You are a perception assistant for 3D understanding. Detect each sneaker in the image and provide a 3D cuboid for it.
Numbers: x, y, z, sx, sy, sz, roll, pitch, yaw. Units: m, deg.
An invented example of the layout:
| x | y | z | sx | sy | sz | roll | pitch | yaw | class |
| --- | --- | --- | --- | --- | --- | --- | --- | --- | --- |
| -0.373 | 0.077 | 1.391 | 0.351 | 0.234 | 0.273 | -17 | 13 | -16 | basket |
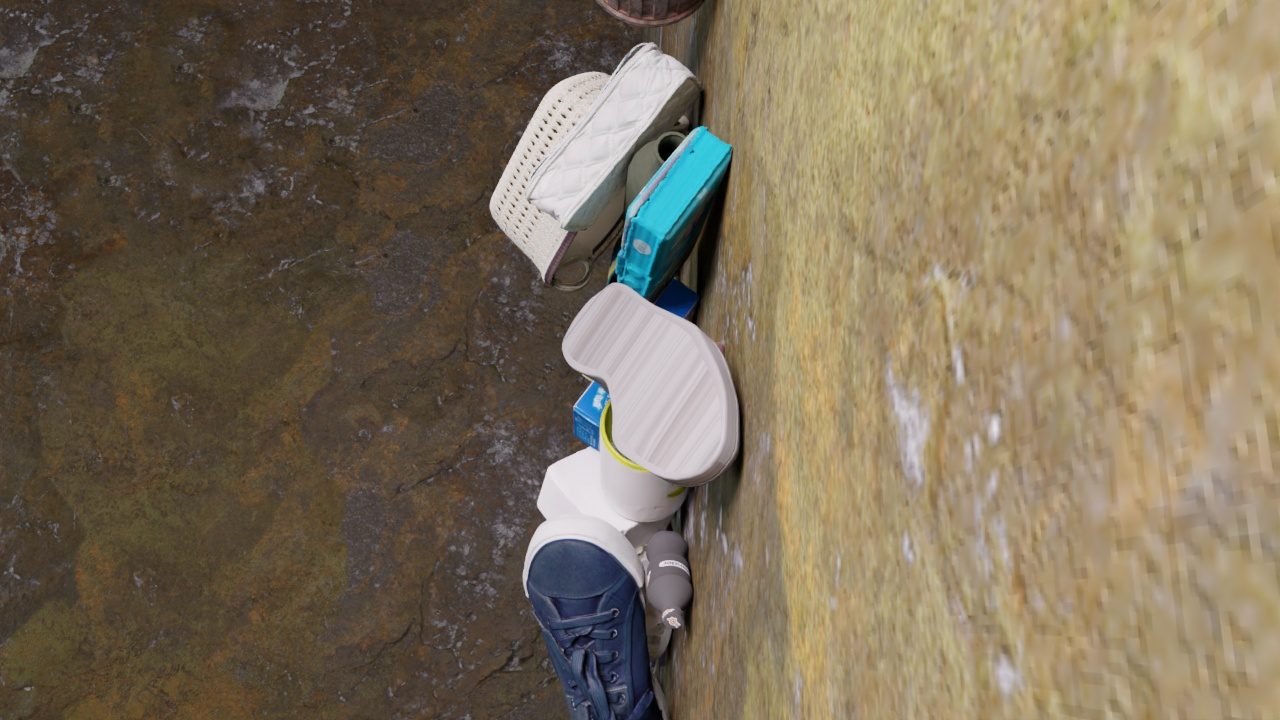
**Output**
| x | y | z | sx | sy | sz | roll | pitch | yaw | class |
| --- | --- | --- | --- | --- | --- | --- | --- | --- | --- |
| 0.024 | 0.023 | 0.626 | 0.099 | 0.089 | 0.236 | -53 | 30 | 8 | sneaker |
| -0.031 | 0.267 | 0.768 | 0.127 | 0.121 | 0.295 | -76 | -23 | -61 | sneaker |

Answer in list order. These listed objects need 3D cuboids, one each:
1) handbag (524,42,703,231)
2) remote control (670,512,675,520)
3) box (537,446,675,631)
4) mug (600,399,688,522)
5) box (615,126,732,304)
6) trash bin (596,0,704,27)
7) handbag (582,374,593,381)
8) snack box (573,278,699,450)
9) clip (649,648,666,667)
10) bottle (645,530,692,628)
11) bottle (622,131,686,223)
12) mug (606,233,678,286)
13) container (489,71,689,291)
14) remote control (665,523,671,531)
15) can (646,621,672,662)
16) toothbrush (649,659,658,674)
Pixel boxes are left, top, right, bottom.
| x | y | z | sx | sy | sz | roll | pitch | yaw | class |
| --- | --- | --- | --- | --- | --- | --- | --- | --- | --- |
| -0.028 | -0.216 | 0.891 | 0.195 | 0.072 | 0.138 | -48 | -2 | 13 | handbag |
| 0.020 | 0.112 | 0.905 | 0.018 | 0.038 | 0.126 | -87 | 2 | -54 | remote control |
| -0.012 | 0.163 | 0.845 | 0.189 | 0.111 | 0.102 | 60 | 139 | 12 | box |
| 0.006 | 0.079 | 0.775 | 0.106 | 0.082 | 0.082 | 96 | 177 | -57 | mug |
| 0.019 | -0.103 | 0.753 | 0.094 | 0.039 | 0.227 | -53 | -4 | -12 | box |
| 0.012 | -0.381 | 0.744 | 0.211 | 0.131 | 0.130 | 99 | 174 | -81 | trash bin |
| -0.011 | -0.022 | 0.969 | 0.119 | 0.111 | 0.081 | -91 | -16 | -74 | handbag |
| -0.005 | 0.005 | 0.836 | 0.154 | 0.033 | 0.088 | -53 | -9 | -17 | snack box |
| 0.016 | 0.289 | 0.942 | 0.013 | 0.033 | 0.051 | 100 | 173 | -76 | clip |
| 0.024 | 0.181 | 0.755 | 0.109 | 0.036 | 0.036 | -93 | 7 | -69 | bottle |
| 0.022 | -0.163 | 0.865 | 0.207 | 0.071 | 0.071 | 113 | 160 | -83 | bottle |
| 0.003 | -0.089 | 1.082 | 0.107 | 0.083 | 0.114 | -91 | -1 | -60 | mug |
| -0.066 | -0.217 | 1.087 | 0.252 | 0.143 | 0.184 | -54 | -5 | 34 | container |
| 0.023 | 0.190 | 0.982 | 0.146 | 0.015 | 0.033 | -100 | 14 | -79 | remote control |
| -0.006 | 0.256 | 0.916 | 0.086 | 0.043 | 0.086 | -36 | 48 | 55 | can |
| 0.015 | 0.263 | 1.058 | 0.012 | 0.017 | 0.186 | 139 | 138 | -58 | toothbrush |
